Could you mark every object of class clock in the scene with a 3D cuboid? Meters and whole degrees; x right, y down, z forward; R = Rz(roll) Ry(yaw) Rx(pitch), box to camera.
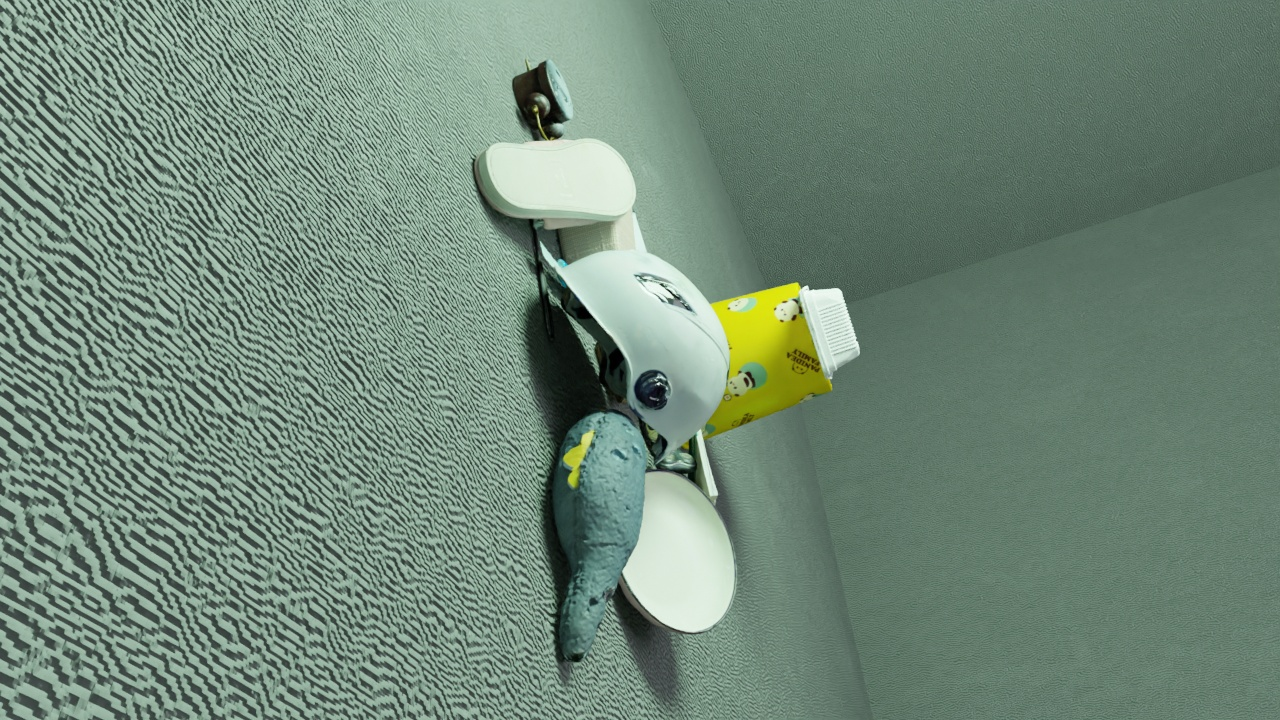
[{"bbox_3d":[-0.128,-0.342,1.217,0.082,0.055,0.121,51,26,-57],"label":"clock"}]

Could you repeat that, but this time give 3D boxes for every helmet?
[{"bbox_3d":[0.016,-0.027,1.047,0.229,0.146,0.259,52,-11,54],"label":"helmet"}]

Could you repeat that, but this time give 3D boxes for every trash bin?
[{"bbox_3d":[0.161,-0.001,1.492,0.229,0.256,0.229,-18,90,-76],"label":"trash bin"}]

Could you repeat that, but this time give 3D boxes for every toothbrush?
[{"bbox_3d":[-0.112,-0.101,1.063,0.015,0.018,0.180,52,26,-61],"label":"toothbrush"}]

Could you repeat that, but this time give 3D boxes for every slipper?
[{"bbox_3d":[-0.098,-0.207,1.078,0.273,0.055,0.114,-19,87,-55],"label":"slipper"}]

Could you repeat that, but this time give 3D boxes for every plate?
[{"bbox_3d":[0.031,0.221,1.052,0.192,0.039,0.192,25,49,-33],"label":"plate"}]

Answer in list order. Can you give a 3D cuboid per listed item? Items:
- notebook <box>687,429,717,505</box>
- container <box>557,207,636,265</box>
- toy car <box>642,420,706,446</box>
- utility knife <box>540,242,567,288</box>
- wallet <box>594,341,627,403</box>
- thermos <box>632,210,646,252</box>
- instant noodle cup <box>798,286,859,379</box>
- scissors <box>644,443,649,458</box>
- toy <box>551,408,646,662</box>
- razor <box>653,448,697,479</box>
[{"bbox_3d":[0.085,0.185,1.314,0.209,0.012,0.150,89,-7,-50],"label":"notebook"},{"bbox_3d":[-0.057,-0.161,1.205,0.090,0.090,0.110,42,37,-64],"label":"container"},{"bbox_3d":[0.051,0.087,1.342,0.157,0.042,0.070,-10,92,-57],"label":"toy car"},{"bbox_3d":[-0.085,-0.095,1.126,0.202,0.018,0.034,52,27,-65],"label":"utility knife"},{"bbox_3d":[-0.007,0.007,1.226,0.115,0.033,0.090,-14,84,-54],"label":"wallet"},{"bbox_3d":[-0.009,-0.107,1.364,0.073,0.073,0.224,-9,82,-76],"label":"thermos"},{"bbox_3d":[0.289,-0.052,1.390,0.173,0.060,0.138,-29,101,-77],"label":"instant noodle cup"},{"bbox_3d":[-0.002,0.150,1.189,0.173,0.014,0.142,52,23,-61],"label":"scissors"},{"bbox_3d":[-0.042,0.132,0.921,0.355,0.091,0.138,-85,-179,-55],"label":"toy"},{"bbox_3d":[0.058,0.197,1.260,0.062,0.068,0.167,-66,143,-69],"label":"razor"}]
